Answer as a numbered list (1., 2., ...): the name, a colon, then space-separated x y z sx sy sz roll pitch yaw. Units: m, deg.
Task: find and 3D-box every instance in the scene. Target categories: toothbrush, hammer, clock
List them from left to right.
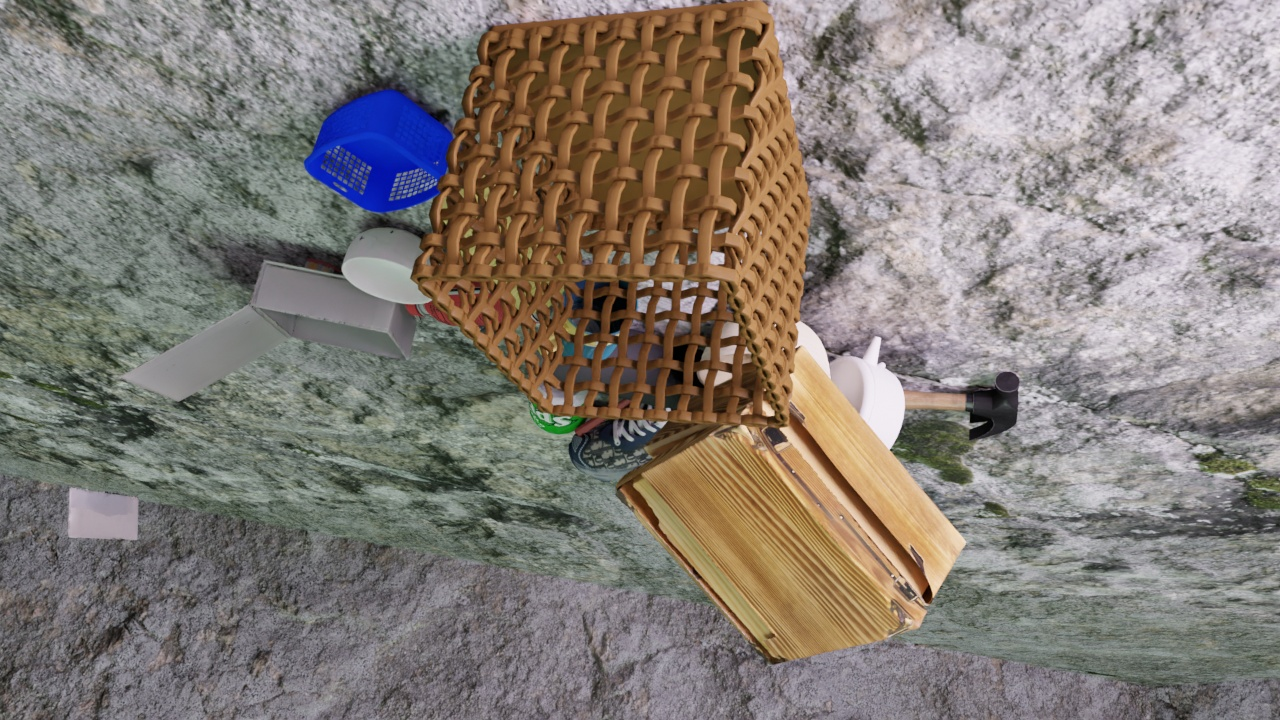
1. toothbrush: -0.313 -0.088 1.109 0.184 0.015 0.015 17 157 -10
2. toothbrush: -0.013 0.056 1.234 0.190 0.016 0.016 -32 160 24
3. clock: 0.248 0.066 1.057 0.072 0.160 0.126 20 155 -22
4. hammer: 0.313 0.051 1.165 0.306 0.040 0.132 2 153 20

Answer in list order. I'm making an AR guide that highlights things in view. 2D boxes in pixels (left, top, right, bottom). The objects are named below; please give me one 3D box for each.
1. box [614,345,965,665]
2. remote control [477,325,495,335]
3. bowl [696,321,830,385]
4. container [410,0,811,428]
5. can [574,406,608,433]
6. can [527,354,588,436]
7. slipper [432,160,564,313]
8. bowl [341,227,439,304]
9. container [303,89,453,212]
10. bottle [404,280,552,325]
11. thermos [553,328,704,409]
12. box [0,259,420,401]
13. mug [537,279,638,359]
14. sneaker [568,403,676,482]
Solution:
1. box: 0.158 0.159 0.978 0.279 0.167 0.246 50 144 -5
2. remote control: -0.225 -0.056 1.165 0.124 0.009 0.047 24 154 -29
3. bowl: 0.143 -0.009 1.038 0.151 0.075 0.151 8 158 3
4. container: 0.001 -0.097 0.711 0.220 0.213 0.252 2 156 19
5. can: -0.036 0.117 1.393 0.116 0.086 0.087 7 157 7
6. can: -0.109 0.044 1.252 0.088 0.087 0.140 11 157 -2
7. slipper: -0.138 -0.125 0.897 0.081 0.091 0.190 43 172 42
8. bowl: -0.269 -0.108 1.005 0.105 0.054 0.105 10 159 4
9. container: -0.225 -0.184 0.803 0.114 0.058 0.096 -9 151 38
10. bottle: -0.189 -0.071 1.048 0.177 0.062 0.062 -1 155 24
11. thermos: -0.007 0.007 1.123 0.198 0.086 0.086 14 157 -9
12. box: -0.515 -0.029 1.106 0.478 0.119 0.166 -11 169 -7
13. mug: -0.067 -0.041 1.016 0.113 0.083 0.107 -29 172 -20
14. sneaker: 0.026 0.086 1.264 0.269 0.103 0.132 -10 141 6
